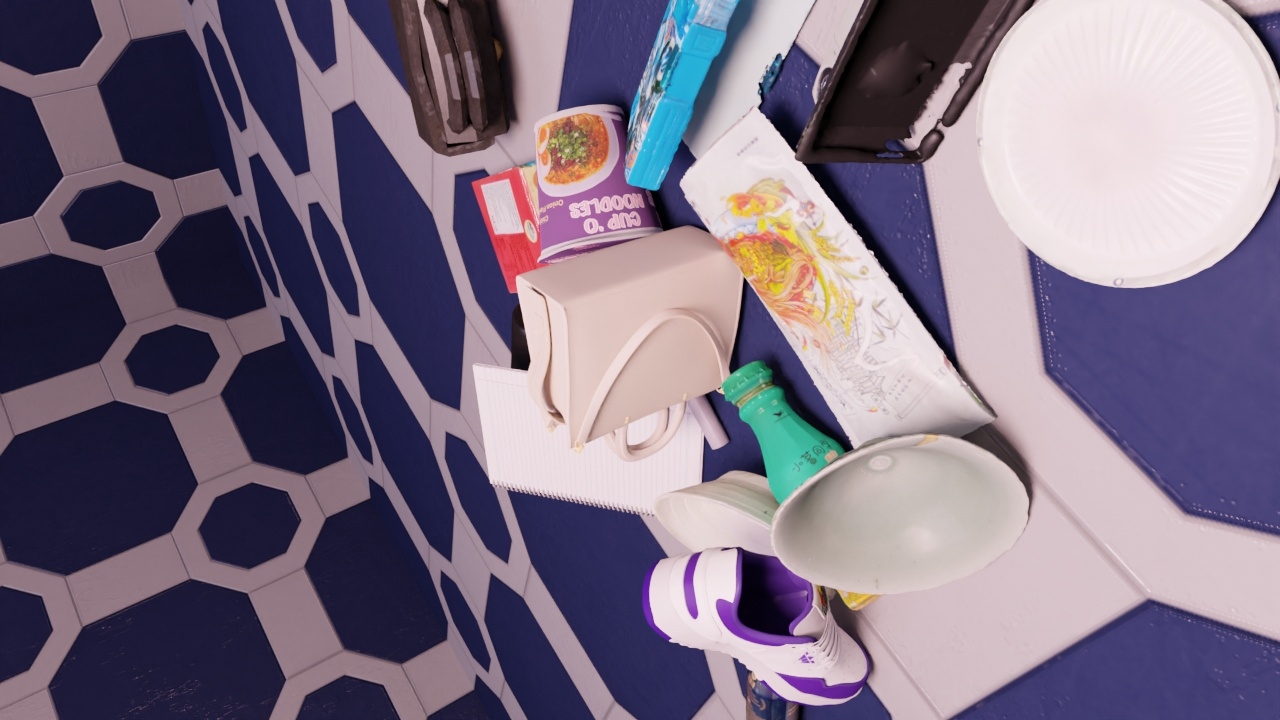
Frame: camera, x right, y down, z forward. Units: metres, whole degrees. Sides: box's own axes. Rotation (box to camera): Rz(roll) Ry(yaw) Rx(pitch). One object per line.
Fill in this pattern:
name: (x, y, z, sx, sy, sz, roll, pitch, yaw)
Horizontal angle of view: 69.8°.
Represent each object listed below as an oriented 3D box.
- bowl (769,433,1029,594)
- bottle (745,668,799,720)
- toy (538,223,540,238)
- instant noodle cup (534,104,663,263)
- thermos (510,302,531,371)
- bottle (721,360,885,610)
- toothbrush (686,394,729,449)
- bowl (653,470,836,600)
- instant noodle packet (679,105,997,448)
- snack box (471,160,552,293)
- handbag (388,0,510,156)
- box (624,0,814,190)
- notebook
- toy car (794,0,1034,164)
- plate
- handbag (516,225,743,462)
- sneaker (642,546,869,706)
bowl: (0.174, 0.090, 0.639, 0.067, 0.174, 0.175, -89, 3, -46)
bottle: (0.137, 0.336, 0.947, 0.056, 0.056, 0.161, 38, 142, 43)
toy: (-0.072, -0.154, 0.940, 0.092, 0.062, 0.132, -36, 59, 42)
instant noodle cup: (-0.047, -0.160, 0.826, 0.136, 0.122, 0.122, -16, -85, -73)
thermos: (-0.116, 0.024, 1.100, 0.106, 0.105, 0.219, 48, 148, 32)
bottle: (0.139, 0.094, 0.742, 0.209, 0.068, 0.068, 57, 152, 17)
toothbrush: (0.034, 0.001, 0.888, 0.019, 0.018, 0.188, -25, 96, 50)
bowl: (0.102, 0.146, 0.821, 0.177, 0.057, 0.177, 26, 156, 12)
instant noodle packet: (0.129, -0.044, 0.674, 0.269, 0.057, 0.147, 57, 154, 7)
snack box: (-0.132, -0.151, 1.063, 0.145, 0.040, 0.142, 6, 116, 59)
handbag: (-0.196, -0.323, 0.973, 0.199, 0.102, 0.197, -126, 25, -56)
box: (0.059, -0.227, 0.660, 0.244, 0.085, 0.091, 120, 159, -58)
notebook: (-0.054, 0.092, 0.984, 0.246, 0.013, 0.178, 9, 129, 12)
toy car: (0.150, -0.196, 0.498, 0.192, 0.094, 0.071, 109, 156, -55)
plate: (0.238, -0.112, 0.460, 0.157, 0.014, 0.157, 42, 144, 39)
handbag: (-0.005, 0.004, 0.788, 0.101, 0.194, 0.198, 35, 137, 47)
sneaker: (0.126, 0.217, 0.768, 0.111, 0.244, 0.091, -32, 38, 43)
